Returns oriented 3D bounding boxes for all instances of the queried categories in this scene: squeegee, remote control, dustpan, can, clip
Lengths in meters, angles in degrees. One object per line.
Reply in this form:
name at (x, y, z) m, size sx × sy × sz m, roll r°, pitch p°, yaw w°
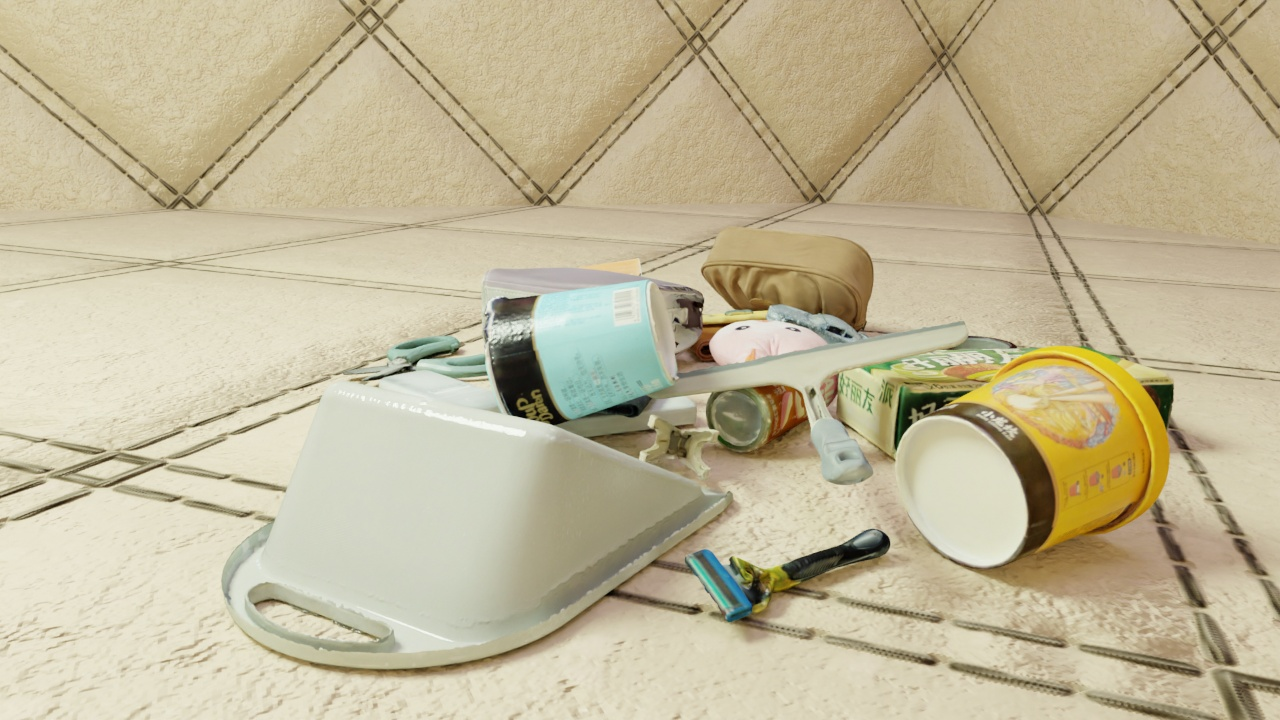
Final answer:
squeegee at (0.118, 0.039, 0.584) m, size 0.246 × 0.039 × 0.246 m, roll -11°, pitch 13°, yaw 6°
remote control at (-0.022, 0.045, 0.762) m, size 0.135 × 0.019 × 0.056 m, roll -5°, pitch 16°, yaw -25°
dustpan at (-0.101, 0.104, 0.546) m, size 0.223 × 0.142 × 0.257 m, roll 10°, pitch -13°, yaw 28°
remote control at (-0.170, 0.032, 0.793) m, size 0.136 × 0.020 × 0.055 m, roll 14°, pitch 18°, yaw 41°
can at (0.112, 0.030, 0.756) m, size 0.058 × 0.058 × 0.147 m, roll 11°, pitch 17°, yaw 32°
clip at (0.015, 0.056, 0.648) m, size 0.089 × 0.035 × 0.104 m, roll 13°, pitch 1°, yaw -18°

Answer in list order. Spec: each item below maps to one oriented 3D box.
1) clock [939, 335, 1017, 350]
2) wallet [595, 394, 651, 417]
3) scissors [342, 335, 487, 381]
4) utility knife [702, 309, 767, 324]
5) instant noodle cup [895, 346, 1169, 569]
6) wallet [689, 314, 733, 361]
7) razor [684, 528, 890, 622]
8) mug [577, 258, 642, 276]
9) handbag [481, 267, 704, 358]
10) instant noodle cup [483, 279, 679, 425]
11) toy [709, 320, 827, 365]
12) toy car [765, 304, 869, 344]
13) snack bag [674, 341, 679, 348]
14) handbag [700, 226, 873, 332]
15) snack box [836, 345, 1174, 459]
clock at (0.300, 0.011, 0.860) m, size 0.122 × 0.055 × 0.082 m, roll -3°, pitch 15°, yaw -11°
wallet at (-0.046, 0.023, 0.769) m, size 0.121 × 0.019 × 0.097 m, roll 3°, pitch 15°, yaw 14°
scissors at (-0.221, -0.002, 0.932) m, size 0.174 × 0.019 × 0.177 m, roll -7°, pitch 17°, yaw -24°
utility knife at (0.093, -0.046, 1.034) m, size 0.175 × 0.019 × 0.031 m, roll -9°, pitch 10°, yaw -9°
instant noodle cup at (0.226, 0.062, 0.549) m, size 0.114 × 0.118 × 0.118 m, roll -17°, pitch 22°, yaw -29°
wallet at (0.100, -0.030, 1.045) m, size 0.107 × 0.031 × 0.131 m, roll -3°, pitch 16°, yaw -11°
razor at (0.087, 0.113, 0.503) m, size 0.142 × 0.022 × 0.042 m, roll -6°, pitch 42°, yaw -37°
mug at (-0.060, -0.088, 1.182) m, size 0.122 × 0.078 × 0.078 m, roll -5°, pitch 15°, yaw -4°
handbag at (-0.050, -0.048, 0.965) m, size 0.197 × 0.098 × 0.144 m, roll 10°, pitch 18°, yaw 34°
instant noodle cup at (-0.038, -0.007, 0.669) m, size 0.120 × 0.111 × 0.111 m, roll -13°, pitch 12°, yaw 11°
toy at (0.131, -0.001, 0.904) m, size 0.121 × 0.054 × 0.159 m, roll 1°, pitch 22°, yaw -2°
toy car at (0.195, -0.033, 1.004) m, size 0.120 × 0.037 × 0.054 m, roll 20°, pitch 20°, yaw -7°
snack bag at (-0.005, 0.005, 0.831) m, size 0.045 × 0.026 × 0.106 m, roll 8°, pitch -28°, yaw -23°
handbag at (0.176, -0.087, 1.108) m, size 0.205 × 0.099 × 0.148 m, roll 11°, pitch -27°, yaw 36°
snack box at (0.296, 0.032, 0.758) m, size 0.240 × 0.063 × 0.114 m, roll -2°, pitch 14°, yaw -10°
